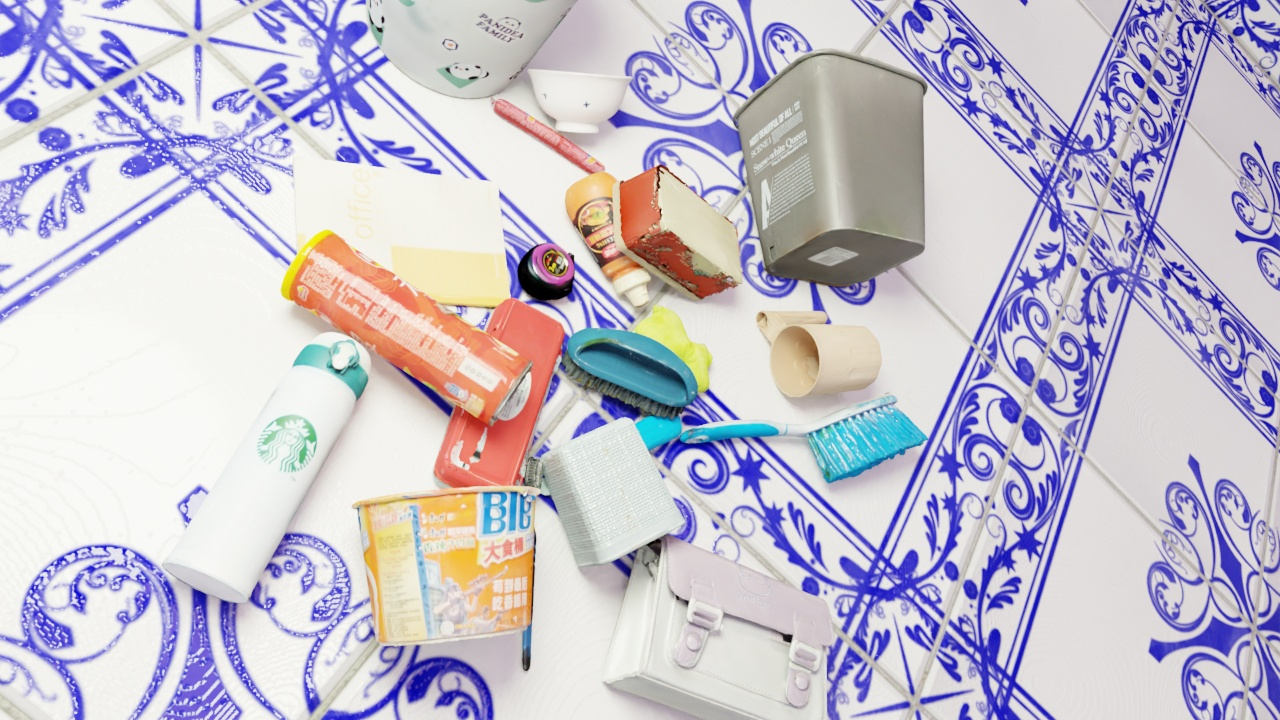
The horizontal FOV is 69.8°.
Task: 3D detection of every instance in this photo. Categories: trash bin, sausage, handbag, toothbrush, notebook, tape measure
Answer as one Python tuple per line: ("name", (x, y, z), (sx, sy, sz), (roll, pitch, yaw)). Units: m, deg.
("trash bin", (0.236, -0.223, 1.122), (0.198, 0.200, 0.219), (7, 72, -27))
("sausage", (-0.101, -0.249, 1.030), (0.156, 0.020, 0.020), (31, 56, -16))
("handbag", (0.081, 0.260, 0.864), (0.197, 0.099, 0.144), (26, 52, -20))
("toothbrush", (-0.098, 0.180, 0.824), (0.014, 0.016, 0.189), (23, 63, -55))
("notebook", (-0.230, -0.123, 0.898), (0.206, 0.010, 0.145), (2, 69, -30))
("trash bin", (-0.156, -0.413, 0.924), (0.229, 0.253, 0.229), (13, 62, -26))
("tape measure", (-0.098, -0.091, 0.947), (0.057, 0.039, 0.057), (15, 61, -30))

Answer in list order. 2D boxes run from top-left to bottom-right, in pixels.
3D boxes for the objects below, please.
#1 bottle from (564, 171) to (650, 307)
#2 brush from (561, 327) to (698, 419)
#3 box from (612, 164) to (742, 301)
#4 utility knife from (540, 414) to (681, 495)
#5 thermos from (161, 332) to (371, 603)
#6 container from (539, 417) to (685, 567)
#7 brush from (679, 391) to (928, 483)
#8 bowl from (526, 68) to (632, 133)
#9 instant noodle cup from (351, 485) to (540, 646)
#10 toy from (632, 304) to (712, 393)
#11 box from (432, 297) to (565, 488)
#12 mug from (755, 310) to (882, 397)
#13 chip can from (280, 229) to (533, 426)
("bottle", (-0.028, -0.127, 0.995), (0.066, 0.067, 0.149), (-24, 89, -36))
("brush", (-0.006, 0.005, 0.929), (0.144, 0.074, 0.055), (23, 46, -10))
("box", (0.050, -0.136, 0.992), (0.168, 0.077, 0.091), (27, 52, -49))
("utility knife", (-0.030, 0.092, 0.918), (0.185, 0.018, 0.034), (-24, 75, -34))
("thermos", (-0.287, 0.076, 0.735), (0.073, 0.073, 0.223), (31, 56, -16))
("container", (-0.031, 0.120, 0.847), (0.089, 0.090, 0.111), (-22, 85, -25))
("brush", (0.190, 0.091, 1.034), (0.313, 0.061, 0.109), (-15, 71, -33))
("bowl", (-0.070, -0.290, 1.029), (0.118, 0.118, 0.065), (-6, 111, -33))
("instant noodle cup", (-0.152, 0.165, 0.737), (0.151, 0.152, 0.111), (2, 76, -31))
("toy", (0.036, -0.009, 0.995), (0.100, 0.031, 0.096), (20, 61, -23))
("box", (-0.130, 0.039, 0.873), (0.087, 0.048, 0.200), (27, 57, -19))
("mug", (0.207, -0.015, 1.080), (0.103, 0.084, 0.124), (-3, 44, -34))
("chip can", (-0.201, -0.028, 0.801), (0.216, 0.073, 0.073), (32, 55, -3))
